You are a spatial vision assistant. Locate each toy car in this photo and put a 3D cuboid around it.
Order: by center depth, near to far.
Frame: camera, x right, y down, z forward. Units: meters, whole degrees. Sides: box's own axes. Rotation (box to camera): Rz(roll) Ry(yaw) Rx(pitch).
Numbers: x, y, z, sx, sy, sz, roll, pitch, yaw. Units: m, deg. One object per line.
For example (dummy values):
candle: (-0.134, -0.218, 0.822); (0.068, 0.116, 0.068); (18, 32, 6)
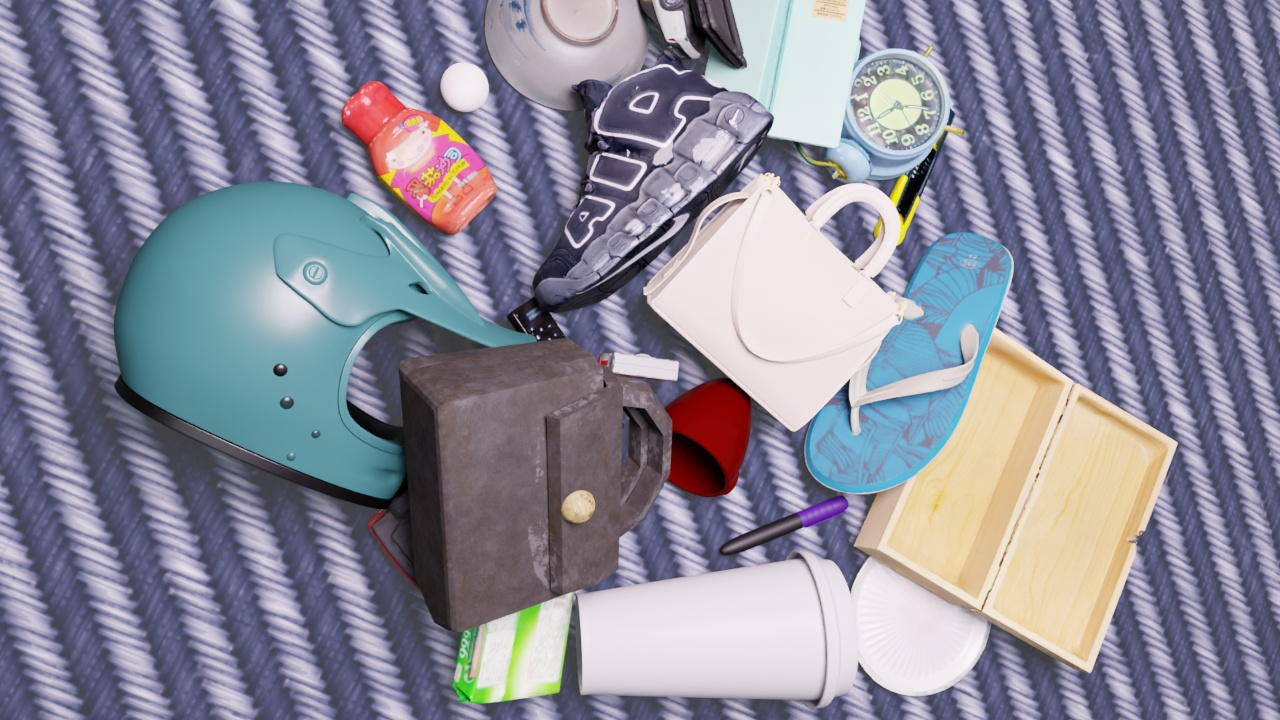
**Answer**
toy car: (-0.129, 0.106, 0.761); (0.189, 0.056, 0.081); (-37, 97, -9)
toy car: (0.031, -0.346, 0.803); (0.071, 0.094, 0.191); (-15, 79, 22)

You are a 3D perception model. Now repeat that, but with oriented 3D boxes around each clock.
clock: (0.215, -0.228, 0.861); (0.162, 0.060, 0.118); (-22, 89, -7)

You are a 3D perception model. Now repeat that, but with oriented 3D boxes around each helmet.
helmet: (-0.230, -0.021, 0.684); (0.274, 0.176, 0.200); (31, 85, -25)

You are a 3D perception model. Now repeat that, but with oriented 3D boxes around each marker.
marker: (0.134, 0.155, 0.851); (0.133, 0.015, 0.018); (-19, 120, -15)

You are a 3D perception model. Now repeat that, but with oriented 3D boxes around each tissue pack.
tissue pack: (-0.103, 0.223, 0.755); (0.099, 0.034, 0.114); (14, 84, -44)

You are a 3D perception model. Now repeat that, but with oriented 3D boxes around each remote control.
remote control: (-0.065, 0.012, 0.794); (0.140, 0.021, 0.045); (56, 34, -6)

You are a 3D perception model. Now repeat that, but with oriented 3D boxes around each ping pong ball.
ping pong ball: (-0.149, -0.231, 0.777); (0.040, 0.040, 0.040); (1, 87, -15)

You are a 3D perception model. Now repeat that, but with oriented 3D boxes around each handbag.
handbag: (-0.061, 0.088, 0.677); (0.199, 0.102, 0.197); (-14, 118, -30)
handbag: (0.134, -0.071, 0.787); (0.194, 0.101, 0.198); (41, 104, -13)

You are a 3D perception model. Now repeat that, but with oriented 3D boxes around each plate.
plate: (0.268, 0.242, 0.883); (0.157, 0.014, 0.157); (1, 88, -15)

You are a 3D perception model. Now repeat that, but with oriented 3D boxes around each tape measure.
tape measure: (-0.005, 0.005, 0.796); (0.060, 0.062, 0.020); (8, 85, -20)

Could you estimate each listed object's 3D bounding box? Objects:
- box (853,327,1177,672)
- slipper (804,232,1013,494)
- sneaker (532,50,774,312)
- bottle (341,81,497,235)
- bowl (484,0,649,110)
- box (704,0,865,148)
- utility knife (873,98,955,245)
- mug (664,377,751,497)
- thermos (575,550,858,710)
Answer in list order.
box: (0.364, 0.126, 0.878); (0.253, 0.068, 0.246); (29, 77, -2)
slipper: (0.255, -0.006, 0.844); (0.118, 0.060, 0.294); (27, 75, 23)
sneaker: (-0.023, -0.163, 0.775); (0.252, 0.097, 0.151); (-43, 84, 1)
bottle: (-0.186, -0.169, 0.761); (0.134, 0.048, 0.071); (44, 80, -9)
bowl: (-0.058, -0.298, 0.796); (0.150, 0.057, 0.150); (1, 88, -15)
box: (0.128, -0.287, 0.825); (0.139, 0.052, 0.187); (8, 85, 23)
utility knife: (0.273, -0.189, 0.901); (0.028, 0.020, 0.172); (27, 80, -14)
mug: (0.065, 0.068, 0.811); (0.088, 0.087, 0.114); (-52, 129, -33)
thermos: (0.059, 0.232, 0.778); (0.221, 0.131, 0.131); (-2, 88, -8)
